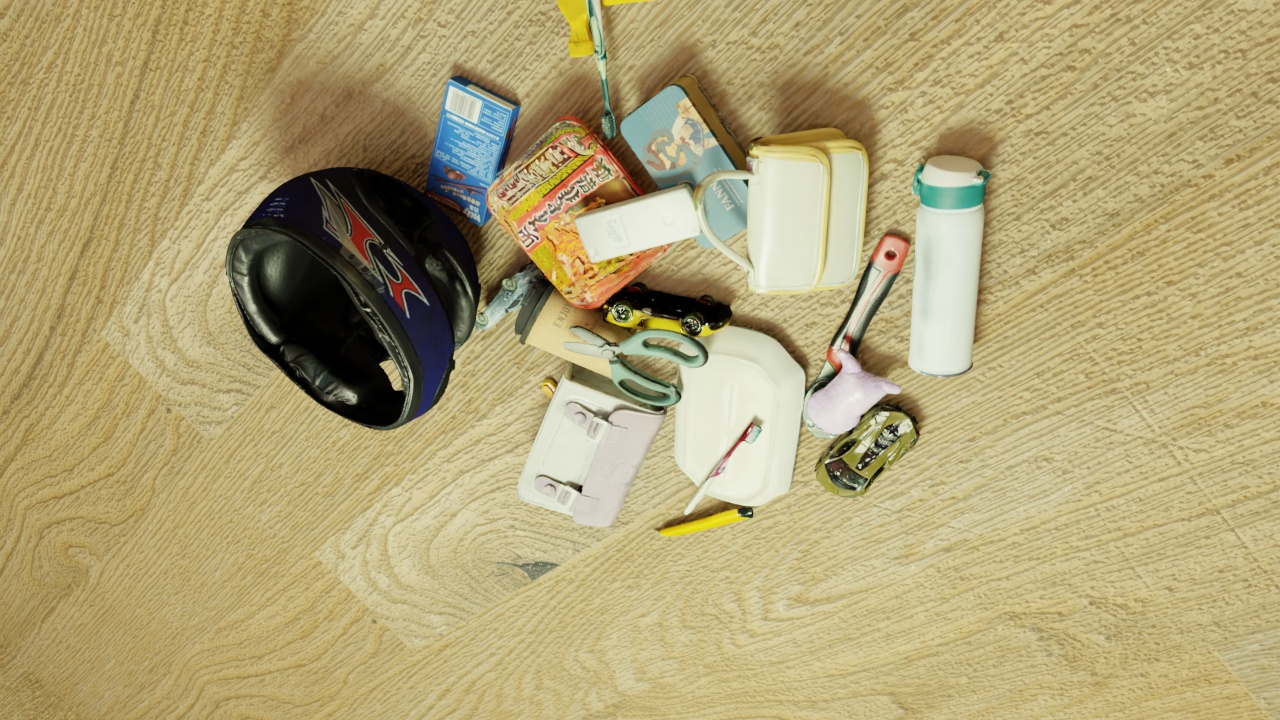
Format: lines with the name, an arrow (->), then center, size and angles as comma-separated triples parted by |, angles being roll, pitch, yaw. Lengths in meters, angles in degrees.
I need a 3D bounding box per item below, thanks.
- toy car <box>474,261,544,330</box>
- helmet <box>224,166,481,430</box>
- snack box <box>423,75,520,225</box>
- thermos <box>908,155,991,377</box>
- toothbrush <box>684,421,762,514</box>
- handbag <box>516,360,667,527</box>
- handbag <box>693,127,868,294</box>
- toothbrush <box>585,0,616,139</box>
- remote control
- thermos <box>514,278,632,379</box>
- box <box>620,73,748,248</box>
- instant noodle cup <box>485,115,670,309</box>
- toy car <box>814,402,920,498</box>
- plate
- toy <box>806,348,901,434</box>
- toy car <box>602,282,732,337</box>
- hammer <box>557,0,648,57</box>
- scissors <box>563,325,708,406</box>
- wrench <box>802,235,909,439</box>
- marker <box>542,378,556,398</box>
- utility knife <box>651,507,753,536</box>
toy car -> -0.165, -0.078, 1.154 | 0.037, 0.054, 0.121 | 46, 125, -5
helmet -> -0.310, -0.086, 1.091 | 0.315, 0.239, 0.248 | 42, 130, 7
snack box -> -0.203, -0.247, 1.090 | 0.084, 0.026, 0.157 | 27, 124, 6
thermos -> 0.312, -0.096, 0.944 | 0.073, 0.073, 0.224 | 5, 119, 20
toothbrush -> 0.100, 0.139, 1.143 | 0.017, 0.016, 0.188 | 28, 129, -5
handbag -> -0.063, 0.110, 1.189 | 0.145, 0.098, 0.197 | 20, 119, -6
handbag -> 0.141, -0.144, 0.934 | 0.178, 0.063, 0.163 | -10, 119, -14
toothbrush -> -0.044, -0.323, 0.950 | 0.016, 0.018, 0.192 | 4, 120, 21
remote control -> -0.001, -0.147, 0.985 | 0.135, 0.019, 0.056 | -13, 115, 20
thermos -> -0.081, -0.037, 1.127 | 0.143, 0.092, 0.093 | 29, 125, -4
box -> 0.064, -0.208, 0.984 | 0.090, 0.062, 0.184 | -31, 101, 33
instant noodle cup -> -0.063, -0.169, 1.046 | 0.165, 0.078, 0.189 | -33, 102, 32
toy car -> 0.268, 0.112, 1.095 | 0.070, 0.042, 0.159 | 34, 127, 2
plate -> 0.113, 0.080, 1.131 | 0.162, 0.034, 0.266 | 14, 125, 18
toy -> 0.232, 0.042, 1.051 | 0.084, 0.038, 0.108 | 37, 131, 1
toy car -> 0.030, -0.055, 1.078 | 0.156, 0.071, 0.041 | 10, 119, 16
hammer -> 0.055, -0.375, 0.911 | 0.301, 0.032, 0.129 | 4, 120, 20
scissors -> -0.010, 0.009, 1.085 | 0.177, 0.019, 0.170 | 6, 140, 4
wrench -> 0.240, -0.021, 1.045 | 0.056, 0.016, 0.274 | 19, 123, 7
marker -> -0.089, 0.075, 1.233 | 0.018, 0.015, 0.124 | -30, 106, 38
utility knife -> 0.081, 0.219, 1.234 | 0.174, 0.015, 0.033 | -22, 151, 36
